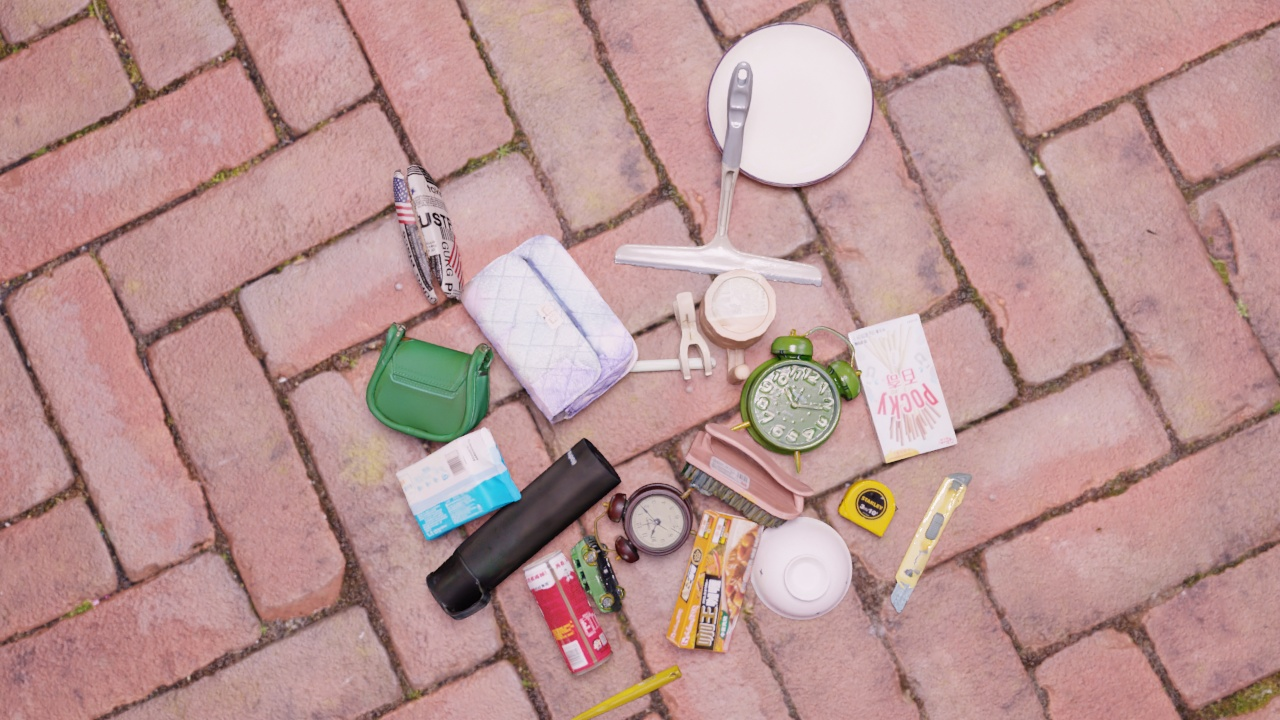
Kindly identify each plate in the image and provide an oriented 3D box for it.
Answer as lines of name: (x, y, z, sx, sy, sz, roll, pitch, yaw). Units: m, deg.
plate: (0.172, -0.294, 1.070, 0.192, 0.039, 0.192, 0, 88, 3)

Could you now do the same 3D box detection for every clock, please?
clock: (0.182, 0.036, 1.044, 0.116, 0.056, 0.161, 32, 89, 3)
clock: (0.007, 0.185, 1.046, 0.122, 0.055, 0.082, -12, 87, -1)

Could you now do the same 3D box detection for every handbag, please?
handbag: (-0.240, 0.025, 1.050, 0.131, 0.068, 0.120, 14, 103, 5)
handbag: (-0.103, -0.041, 1.041, 0.134, 0.075, 0.194, -39, 76, -1)

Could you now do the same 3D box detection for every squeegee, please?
squeegee: (0.100, -0.214, 1.035, 0.246, 0.039, 0.247, 6, 121, 4)

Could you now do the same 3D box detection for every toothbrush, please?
toothbrush: (-0.006, 0.006, 1.075, 0.189, 0.020, 0.029, -3, 93, 2)
toothbrush: (-0.040, 0.399, 1.057, 0.190, 0.016, 0.015, -26, 87, 1)

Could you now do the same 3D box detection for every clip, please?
clip: (0.058, -0.028, 1.051, 0.034, 0.060, 0.097, -9, 86, -2)

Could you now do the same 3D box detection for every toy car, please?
toy car: (-0.049, 0.246, 1.052, 0.036, 0.043, 0.091, -29, 78, 16)

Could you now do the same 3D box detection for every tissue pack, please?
tissue pack: (-0.205, 0.141, 1.039, 0.140, 0.063, 0.090, -29, 86, 29)

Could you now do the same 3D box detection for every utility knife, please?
utility knife: (0.329, 0.206, 1.052, 0.031, 0.019, 0.178, 27, 93, 10)

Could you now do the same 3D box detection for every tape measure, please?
tape measure: (0.260, 0.165, 1.047, 0.060, 0.029, 0.057, 28, 90, 4)

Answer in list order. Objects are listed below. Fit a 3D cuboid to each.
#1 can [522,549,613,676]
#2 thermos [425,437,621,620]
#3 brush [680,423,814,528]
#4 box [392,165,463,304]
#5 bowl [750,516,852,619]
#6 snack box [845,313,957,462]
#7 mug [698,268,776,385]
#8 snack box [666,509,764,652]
can: (-0.084, 0.286, 1.047, 0.053, 0.053, 0.132, -27, 86, 1)
thermos: (-0.129, 0.197, 1.040, 0.242, 0.090, 0.068, -42, 129, 1)
brush: (0.120, 0.132, 1.033, 0.145, 0.063, 0.073, 32, 117, 2)
box: (-0.262, -0.144, 1.072, 0.077, 0.074, 0.163, -15, 89, 8)
bowl: (0.184, 0.238, 1.030, 0.118, 0.065, 0.118, 0, 87, 2)
snack box: (0.298, 0.032, 1.054, 0.085, 0.027, 0.156, -16, 86, 2)
mug: (0.108, -0.036, 1.028, 0.084, 0.103, 0.124, 0, 87, 2)
snack box: (0.085, 0.249, 1.034, 0.075, 0.026, 0.153, 17, 89, -34)
